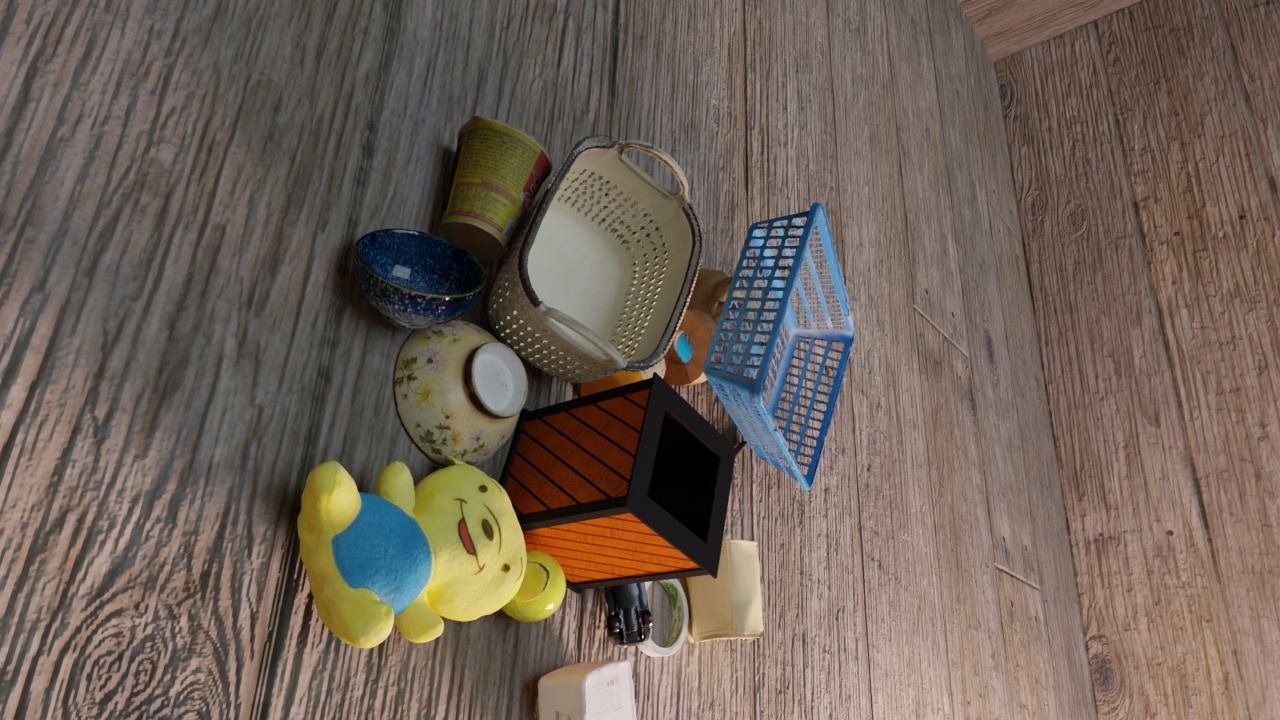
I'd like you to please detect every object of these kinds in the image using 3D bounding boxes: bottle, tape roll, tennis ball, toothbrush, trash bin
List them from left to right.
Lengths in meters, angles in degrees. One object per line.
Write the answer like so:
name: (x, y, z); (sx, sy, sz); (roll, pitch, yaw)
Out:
tennis ball: (-0.102, 0.207, 0.845); (0.065, 0.065, 0.065); (25, 58, -47)
trash bin: (-0.025, 0.125, 0.889); (0.139, 0.172, 0.139); (43, 45, -36)
bottle: (-0.006, 0.006, 1.053); (0.156, 0.068, 0.068); (-43, 112, -52)
tape roll: (0.020, 0.281, 1.023); (0.093, 0.018, 0.093); (26, 57, -47)
tape roll: (0.054, -0.016, 1.121); (0.027, 0.094, 0.094); (-2, 79, -54)
toothbrush: (0.105, 0.144, 1.198); (0.166, 0.013, 0.013); (-40, 117, -52)

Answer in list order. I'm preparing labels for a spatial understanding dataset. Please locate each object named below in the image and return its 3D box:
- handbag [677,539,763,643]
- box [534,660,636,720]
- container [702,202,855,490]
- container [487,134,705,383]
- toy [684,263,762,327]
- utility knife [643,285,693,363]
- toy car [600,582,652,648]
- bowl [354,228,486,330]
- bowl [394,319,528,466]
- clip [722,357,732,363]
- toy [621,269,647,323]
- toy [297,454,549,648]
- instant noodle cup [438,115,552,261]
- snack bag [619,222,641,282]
handbag: (0.102, 0.276, 1.090); (0.111, 0.081, 0.119); (21, 58, -57)
box: (-0.064, 0.343, 0.872); (0.102, 0.095, 0.107); (14, 70, -63)
container: (0.184, -0.008, 1.177); (0.256, 0.089, 0.362); (-70, 154, -18)
container: (-0.049, -0.096, 0.941); (0.184, 0.144, 0.250); (36, 54, -22)
toy: (0.104, -0.086, 1.215); (0.134, 0.108, 0.105); (50, 64, -29)
utility knife: (0.038, -0.040, 1.179); (0.175, 0.015, 0.031); (57, 36, -20)
toy car: (-0.018, 0.243, 0.966); (0.048, 0.041, 0.112); (-5, 71, -14)
bowl: (-0.198, -0.064, 0.813); (0.114, 0.061, 0.114); (16, 30, -10)
bowl: (-0.152, 0.024, 0.852); (0.145, 0.063, 0.145); (25, 57, -46)
clip: (0.103, -0.002, 1.243); (0.054, 0.048, 0.046); (0, 101, -52)
toy: (-0.029, -0.095, 1.080); (0.092, 0.043, 0.117); (19, 57, -33)
toy: (-0.179, 0.151, 0.749); (0.213, 0.084, 0.149); (-1, 75, -56)
instant noodle cup: (-0.150, -0.162, 0.911); (0.100, 0.101, 0.112); (36, 58, -41)
snack bag: (-0.011, -0.125, 1.141); (0.026, 0.020, 0.099); (24, 59, -49)
